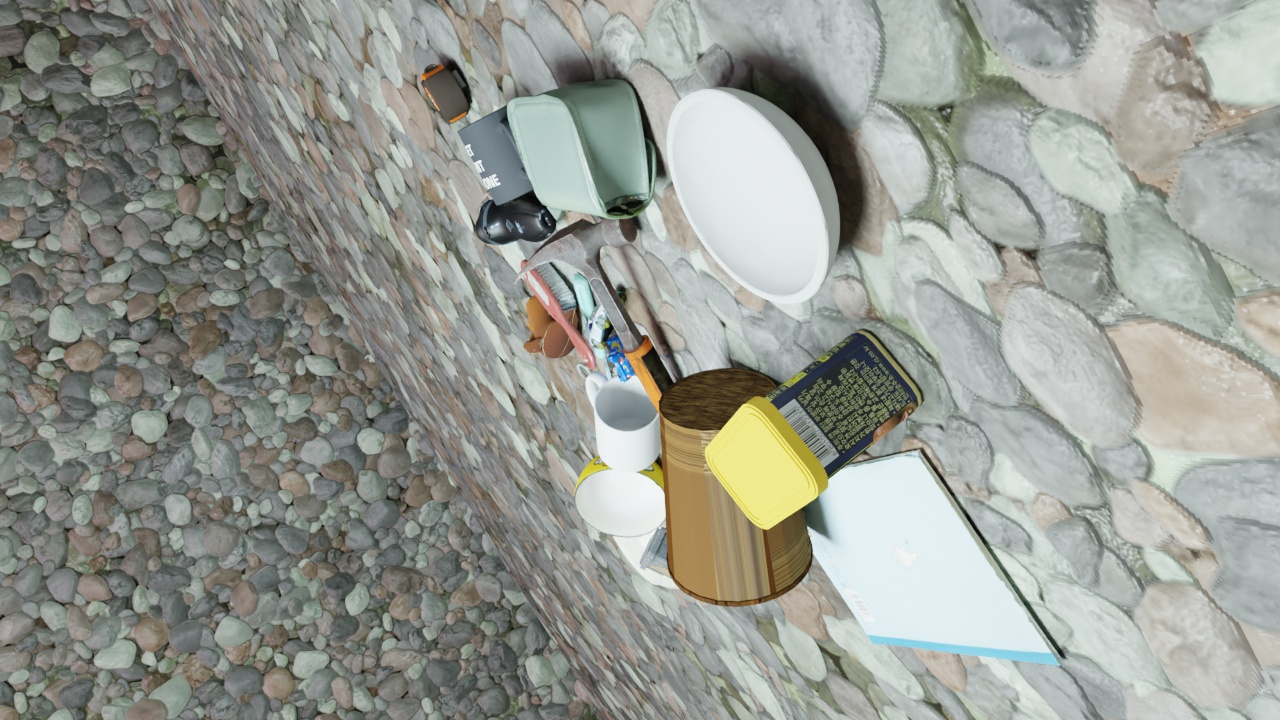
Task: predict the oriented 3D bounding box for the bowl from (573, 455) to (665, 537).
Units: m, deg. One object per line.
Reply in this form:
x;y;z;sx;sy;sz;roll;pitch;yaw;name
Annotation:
-0.019;0.155;1.133;0.067;0.117;0.117;-78;-27;-54;bowl

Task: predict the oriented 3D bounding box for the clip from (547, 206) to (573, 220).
-0.070;-0.161;0.872;0.023;0.042;0.076;52;160;7;clip

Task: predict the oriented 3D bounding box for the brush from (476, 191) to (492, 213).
-0.170;-0.179;1.082;0.050;0.015;0.136;57;159;-5;brush

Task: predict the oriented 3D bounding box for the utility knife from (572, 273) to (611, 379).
-0.049;-0.021;1.031;0.022;0.015;0.166;27;139;50;utility knife

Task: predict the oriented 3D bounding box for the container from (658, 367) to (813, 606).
0.077;0.104;0.793;0.132;0.132;0.167;29;137;51;container

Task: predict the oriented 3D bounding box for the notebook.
0.208;0.165;0.757;0.181;0.009;0.254;57;159;2;notebook

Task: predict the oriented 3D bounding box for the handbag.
-0.046;-0.171;0.747;0.122;0.067;0.106;21;131;56;handbag

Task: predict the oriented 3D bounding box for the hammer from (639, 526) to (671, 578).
0.080;0.183;1.003;0.098;0.044;0.323;26;148;2;hammer

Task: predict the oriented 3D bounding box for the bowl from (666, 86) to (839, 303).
0.080;-0.111;0.591;0.149;0.043;0.150;46;157;26;bowl

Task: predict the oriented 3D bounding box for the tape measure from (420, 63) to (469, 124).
-0.206;-0.288;0.977;0.058;0.038;0.059;57;173;-1;tape measure

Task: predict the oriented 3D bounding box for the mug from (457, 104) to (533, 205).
-0.119;-0.196;0.857;0.077;0.071;0.105;63;169;-17;mug

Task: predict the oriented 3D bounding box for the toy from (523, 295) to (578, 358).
-0.104;-0.056;1.095;0.090;0.070;0.103;59;140;31;toy

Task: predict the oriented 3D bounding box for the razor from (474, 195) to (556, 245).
-0.134;-0.147;0.979;0.141;0.063;0.053;16;137;61;razor

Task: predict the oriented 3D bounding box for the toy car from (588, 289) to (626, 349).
-0.037;-0.044;0.945;0.027;0.038;0.090;31;155;6;toy car

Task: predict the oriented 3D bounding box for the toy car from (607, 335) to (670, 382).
-0.001;-0.009;0.965;0.092;0.062;0.033;-96;-19;-66;toy car

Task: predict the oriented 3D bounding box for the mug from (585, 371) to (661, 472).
-0.025;0.059;1.026;0.110;0.073;0.091;46;157;27;mug

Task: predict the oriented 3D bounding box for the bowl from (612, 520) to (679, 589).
0.012;0.238;1.228;0.188;0.060;0.220;57;160;-2;bowl

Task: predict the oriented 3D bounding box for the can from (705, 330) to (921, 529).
0.120;0.050;0.652;0.075;0.104;0.135;52;159;11;can

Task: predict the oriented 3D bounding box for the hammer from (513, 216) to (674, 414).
-0.005;0.005;0.905;0.138;0.034;0.314;-12;121;32;hammer

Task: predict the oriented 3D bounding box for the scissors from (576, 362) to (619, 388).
-0.024;0.053;1.105;0.141;0.014;0.158;50;154;-2;scissors

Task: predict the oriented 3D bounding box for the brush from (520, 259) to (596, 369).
-0.084;-0.057;1.023;0.172;0.030;0.041;53;160;32;brush
